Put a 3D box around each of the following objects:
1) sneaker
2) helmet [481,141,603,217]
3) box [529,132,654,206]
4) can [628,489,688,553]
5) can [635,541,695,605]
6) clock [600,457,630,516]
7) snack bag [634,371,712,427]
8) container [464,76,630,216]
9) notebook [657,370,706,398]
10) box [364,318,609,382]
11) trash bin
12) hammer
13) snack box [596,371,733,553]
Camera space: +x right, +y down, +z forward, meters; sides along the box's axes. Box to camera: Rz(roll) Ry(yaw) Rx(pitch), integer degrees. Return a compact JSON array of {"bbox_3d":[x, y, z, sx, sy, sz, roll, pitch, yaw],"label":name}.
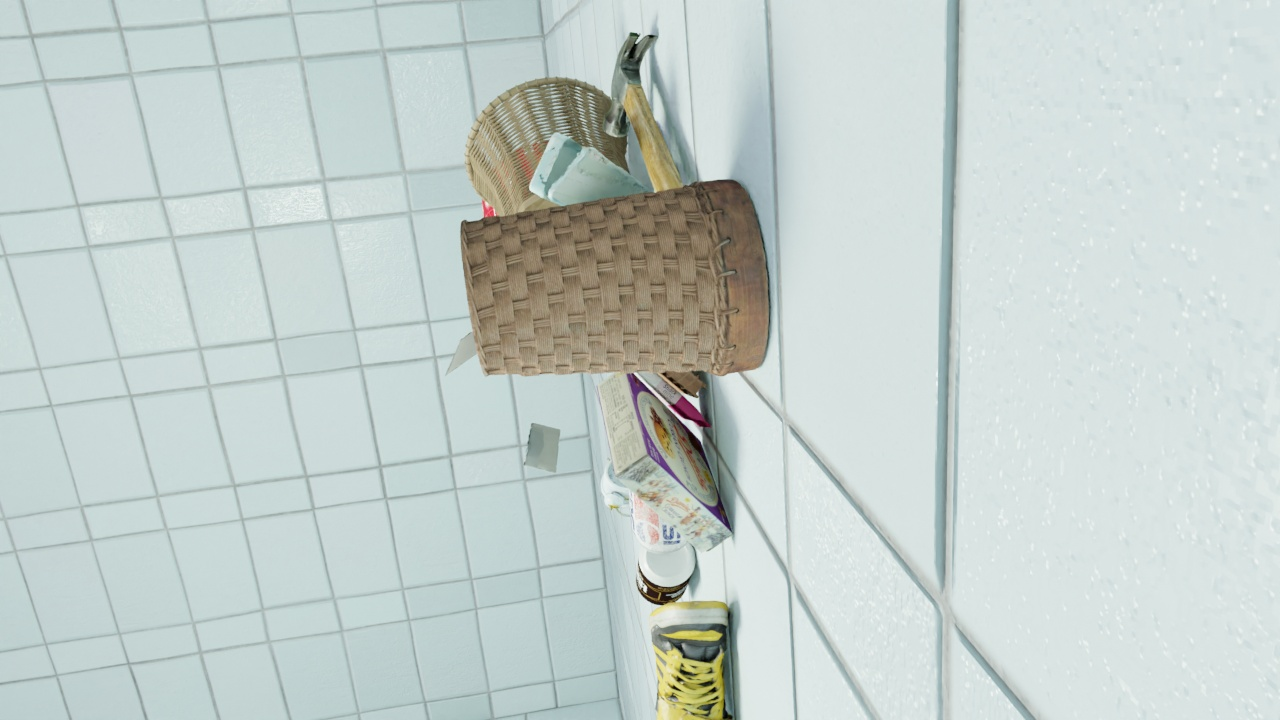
[{"bbox_3d":[0.056,0.344,0.997,0.239,0.086,0.122,86,180,-60],"label":"sneaker"},{"bbox_3d":[-0.161,-0.270,1.594,0.271,0.224,0.197,135,128,-80],"label":"helmet"},{"bbox_3d":[-0.049,-0.183,0.991,0.070,0.085,0.198,60,-164,15],"label":"box"},{"bbox_3d":[0.025,0.159,1.105,0.078,0.078,0.136,-109,13,-60],"label":"can"},{"bbox_3d":[0.031,0.275,1.203,0.129,0.072,0.071,95,166,-63],"label":"can"},{"bbox_3d":[-0.024,0.219,1.580,0.057,0.083,0.117,100,164,-49],"label":"clock"},{"bbox_3d":[-0.006,0.005,0.962,0.196,0.016,0.070,40,172,-2],"label":"snack bag"},{"bbox_3d":[-0.100,-0.217,1.197,0.227,0.226,0.196,90,163,-49],"label":"container"},{"bbox_3d":[-0.026,-0.036,0.983,0.210,0.022,0.169,40,177,-7],"label":"notebook"},{"bbox_3d":[-0.222,-0.066,1.472,0.166,0.412,0.149,-96,4,-69],"label":"box"},{"bbox_3d":[-0.022,-0.053,0.707,0.151,0.210,0.151,171,91,-84],"label":"trash bin"},{"bbox_3d":[0.015,-0.207,0.907,0.330,0.033,0.132,-107,25,-43],"label":"hammer"},{"bbox_3d":[0.022,0.098,0.916,0.148,0.041,0.143,45,-164,-34],"label":"snack box"}]
